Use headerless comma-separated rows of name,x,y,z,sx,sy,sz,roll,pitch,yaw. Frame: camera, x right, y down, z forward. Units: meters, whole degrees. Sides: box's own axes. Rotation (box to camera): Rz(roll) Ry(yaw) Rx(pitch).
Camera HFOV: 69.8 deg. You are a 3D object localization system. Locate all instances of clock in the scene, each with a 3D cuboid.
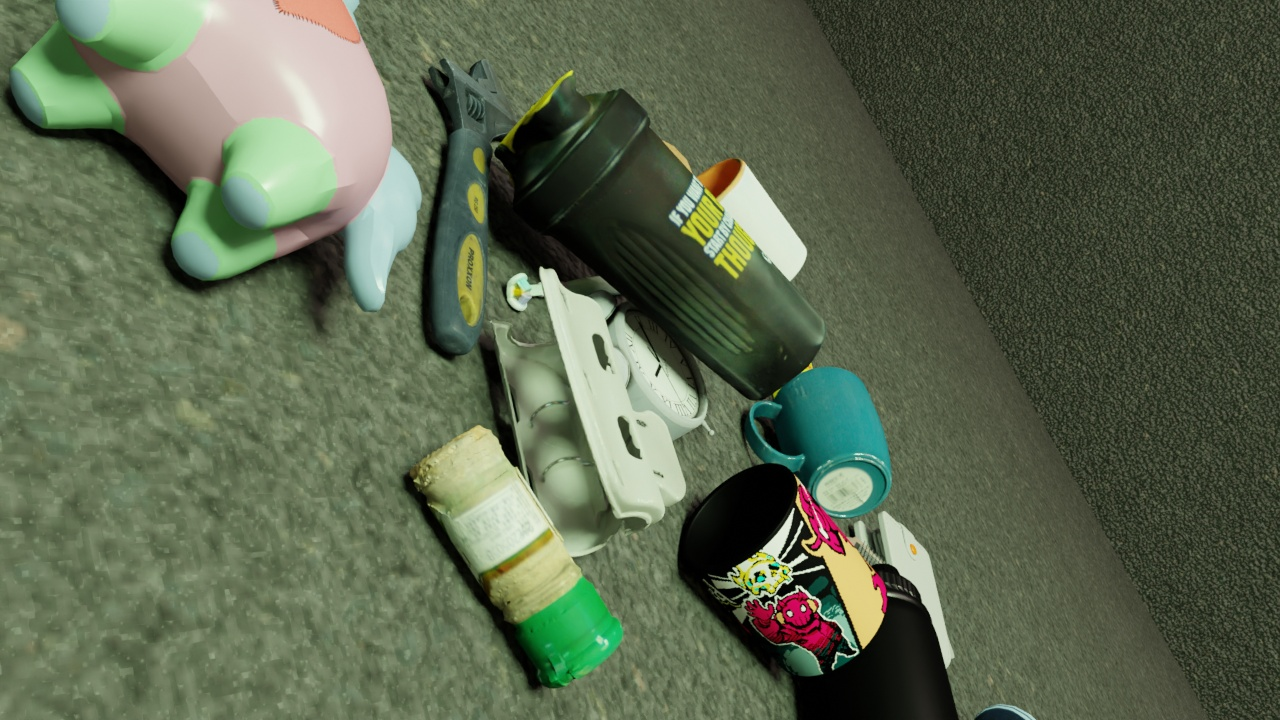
clock,-0.003,0.003,0.576,0.122,0.035,0.094,35,33,-42

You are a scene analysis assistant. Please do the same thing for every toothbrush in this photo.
toothbrush,-0.039,-0.047,0.591,0.154,0.015,0.022,-14,108,-64

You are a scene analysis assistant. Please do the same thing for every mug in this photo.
mug,0.081,0.120,0.563,0.098,0.082,0.118,49,-1,-19
mug,0.136,0.065,0.712,0.112,0.085,0.104,11,31,-11
mug,0.087,-0.115,0.823,0.105,0.082,0.082,48,27,-24

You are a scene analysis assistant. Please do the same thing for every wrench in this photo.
wrench,-0.101,-0.104,0.535,0.073,0.022,0.272,46,26,-40

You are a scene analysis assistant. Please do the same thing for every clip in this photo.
clip,-0.034,0.041,0.474,0.152,0.101,0.126,73,1,-62

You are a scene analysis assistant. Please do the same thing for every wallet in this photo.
wallet,0.230,0.201,0.782,0.115,0.038,0.118,41,33,-33

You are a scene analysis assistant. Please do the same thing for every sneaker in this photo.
sneaker,0.261,0.329,0.641,0.098,0.084,0.240,49,29,-20

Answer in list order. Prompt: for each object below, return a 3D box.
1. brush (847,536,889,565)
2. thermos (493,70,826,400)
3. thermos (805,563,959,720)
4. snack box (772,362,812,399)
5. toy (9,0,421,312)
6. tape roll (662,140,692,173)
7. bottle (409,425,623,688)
brush,0.157,0.142,0.705,0.135,0.015,0.049,46,35,2
thermos,0.013,-0.071,0.554,0.221,0.098,0.098,41,29,-18
thermos,0.145,0.211,0.553,0.086,0.086,0.198,44,28,-28
snack box,0.135,-0.006,0.850,0.040,0.029,0.147,38,32,-37
toy,-0.156,-0.130,0.371,0.222,0.120,0.170,50,36,-15
tape roll,-0.008,-0.106,0.622,0.094,0.094,0.027,38,32,-37
bottle,-0.053,0.082,0.388,0.111,0.043,0.043,57,25,-1
